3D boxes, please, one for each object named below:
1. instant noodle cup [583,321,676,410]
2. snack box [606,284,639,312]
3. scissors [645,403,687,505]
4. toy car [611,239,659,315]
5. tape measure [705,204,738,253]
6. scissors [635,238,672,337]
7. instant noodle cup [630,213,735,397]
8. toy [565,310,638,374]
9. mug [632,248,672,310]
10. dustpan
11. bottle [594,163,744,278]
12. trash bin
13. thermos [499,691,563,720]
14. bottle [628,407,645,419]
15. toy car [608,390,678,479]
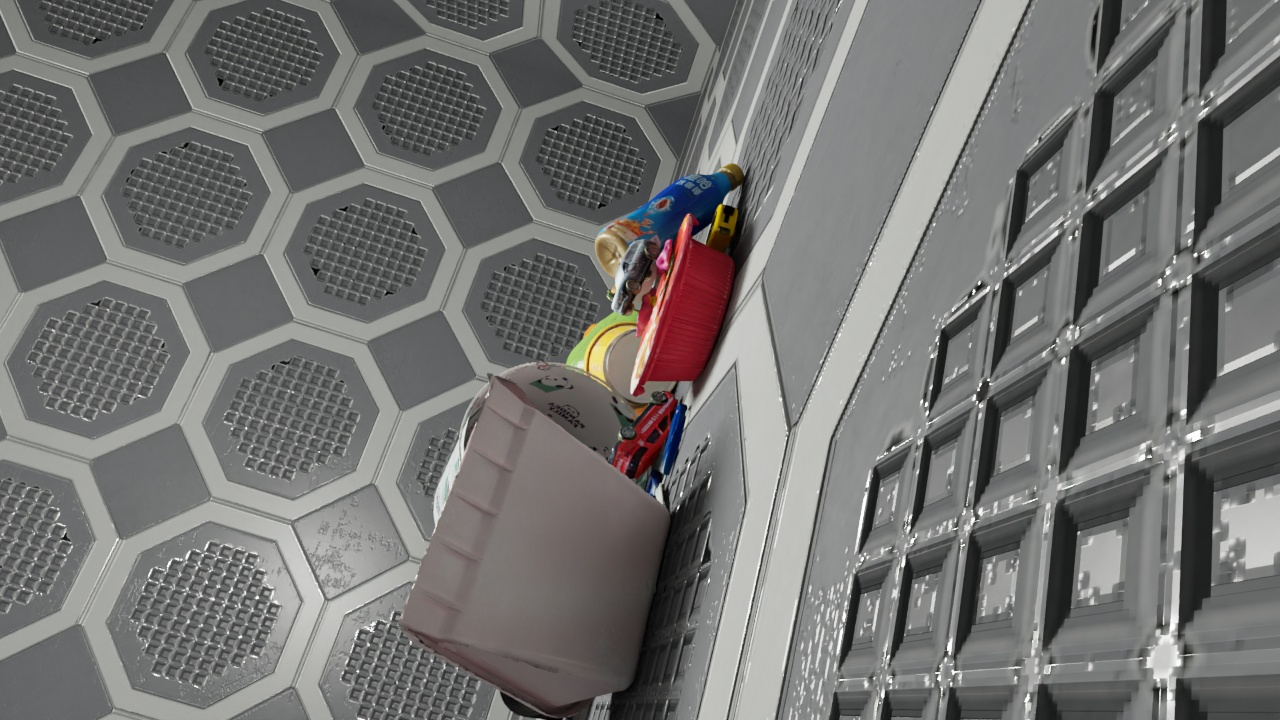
[{"bbox_3d":[-0.007,0.007,1.175,0.114,0.118,0.118,176,112,-79],"label":"instant noodle cup"},{"bbox_3d":[0.026,-0.114,1.236,0.118,0.117,0.106,-107,40,-80],"label":"snack box"},{"bbox_3d":[0.021,0.124,0.928,0.162,0.012,0.175,124,163,-75],"label":"scissors"},{"bbox_3d":[-0.008,-0.086,0.932,0.043,0.034,0.090,117,178,-53],"label":"toy car"},{"bbox_3d":[0.091,-0.141,1.006,0.060,0.029,0.057,113,173,-58],"label":"tape measure"},{"bbox_3d":[0.018,-0.085,0.937,0.134,0.017,0.133,108,-179,-51],"label":"scissors"},{"bbox_3d":[0.047,-0.049,0.948,0.194,0.066,0.194,-165,93,-86],"label":"instant noodle cup"},{"bbox_3d":[-0.038,-0.015,1.381,0.246,0.090,0.227,-42,36,-16],"label":"toy"},{"bbox_3d":[0.032,-0.098,1.108,0.123,0.103,0.084,-80,8,-74],"label":"mug"},{"bbox_3d":[-0.087,0.184,0.785,0.139,0.273,0.222,-29,34,48],"label":"dustpan"},{"bbox_3d":[0.041,-0.168,1.049,0.218,0.065,0.065,-39,-16,-32],"label":"bottle"},{"bbox_3d":[-0.141,0.154,1.141,0.253,0.229,0.229,-44,25,56],"label":"trash bin"},{"bbox_3d":[-0.111,0.395,1.074,0.243,0.068,0.090,88,160,-67],"label":"thermos"},{"bbox_3d":[-0.005,0.039,1.417,0.067,0.067,0.149,113,-179,-61],"label":"bottle"},{"bbox_3d":[0.007,0.083,1.010,0.120,0.045,0.053,-51,-16,-41],"label":"toy car"}]
